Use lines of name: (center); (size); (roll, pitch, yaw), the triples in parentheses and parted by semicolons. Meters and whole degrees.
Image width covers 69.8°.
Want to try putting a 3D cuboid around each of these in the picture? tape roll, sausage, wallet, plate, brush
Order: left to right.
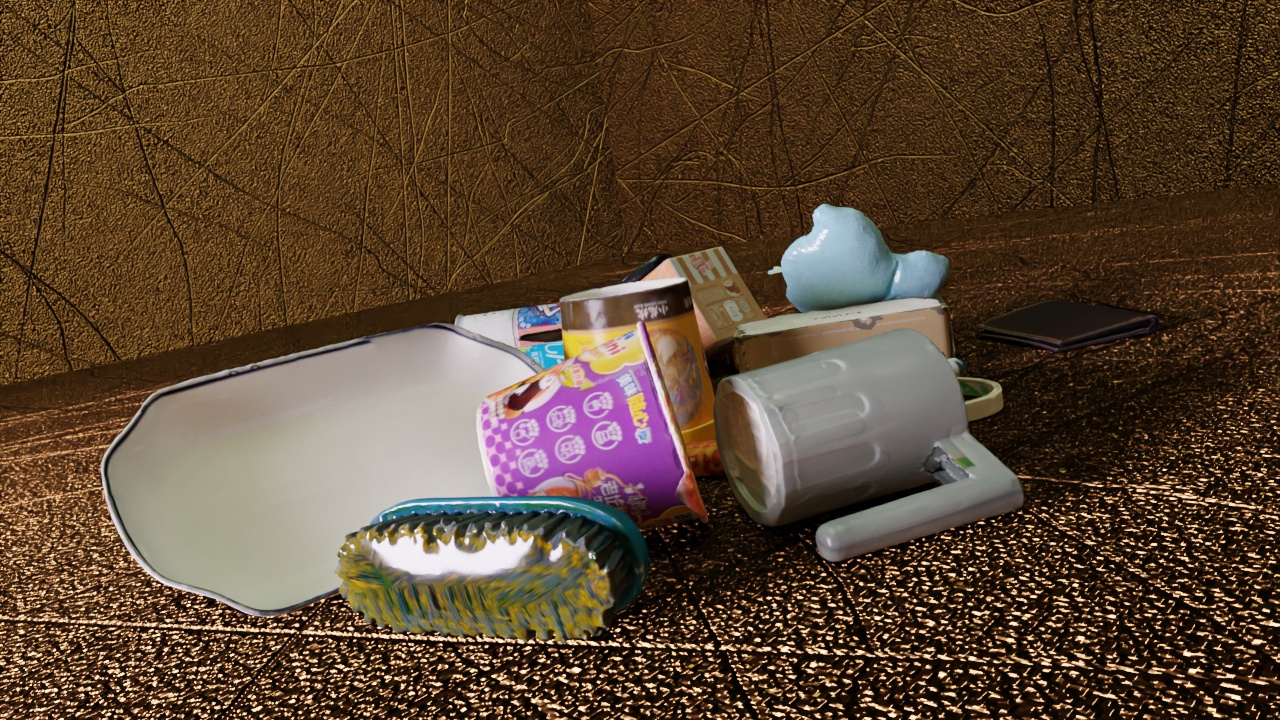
plate: (-0.156, 0.058, 0.529); (0.265, 0.034, 0.162); (-18, 55, -39)
brush: (-0.061, 0.085, 0.406); (0.144, 0.055, 0.073); (-5, 12, 26)
sausage: (0.069, 0.056, 0.558); (0.165, 0.021, 0.021); (-8, 10, 10)
tape roll: (0.201, 0.027, 0.627); (0.086, 0.014, 0.085); (-9, 9, 1)
wallet: (0.368, -0.031, 0.804); (0.096, 0.020, 0.122); (-16, 11, -9)

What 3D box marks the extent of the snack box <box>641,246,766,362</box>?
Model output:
snack box: (0.054, -0.049, 0.914); (0.092, 0.094, 0.077); (-20, -13, -48)

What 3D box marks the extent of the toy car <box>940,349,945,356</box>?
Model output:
toy car: (0.144, 0.016, 0.616); (0.123, 0.037, 0.056); (-20, 13, 27)

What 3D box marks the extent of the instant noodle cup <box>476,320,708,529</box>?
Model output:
instant noodle cup: (-0.027, 0.045, 0.482); (0.099, 0.111, 0.111); (-16, 9, 1)

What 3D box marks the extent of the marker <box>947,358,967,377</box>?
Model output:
marker: (0.185, 0.017, 0.684); (0.130, 0.023, 0.018); (-13, 38, -15)

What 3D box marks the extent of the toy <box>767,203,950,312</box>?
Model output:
toy: (0.192, -0.069, 0.800); (0.156, 0.161, 0.049); (-10, 35, 3)

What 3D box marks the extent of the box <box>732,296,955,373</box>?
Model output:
box: (0.156, -0.008, 0.750); (0.184, 0.062, 0.089); (-10, 9, 5)

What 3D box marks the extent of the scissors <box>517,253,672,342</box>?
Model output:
scissors: (-0.052, -0.034, 0.963); (0.234, 0.021, 0.221); (-39, -18, 7)

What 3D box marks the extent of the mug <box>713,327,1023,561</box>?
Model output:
mug: (0.107, 0.044, 0.458); (0.103, 0.084, 0.124); (-13, 35, -16)

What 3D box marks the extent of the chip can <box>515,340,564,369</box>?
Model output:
chip can: (-0.075, 0.019, 0.773); (0.210, 0.071, 0.071); (-9, 9, 3)

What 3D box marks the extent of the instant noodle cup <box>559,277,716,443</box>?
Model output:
instant noodle cup: (-0.004, 0.004, 0.659); (0.118, 0.114, 0.118); (-9, 9, 1)

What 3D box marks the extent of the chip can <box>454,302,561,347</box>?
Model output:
chip can: (-0.117, -0.035, 1.139); (0.215, 0.071, 0.071); (-7, 10, 6)

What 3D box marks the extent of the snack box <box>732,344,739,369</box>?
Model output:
snack box: (0.172, -0.016, 0.874); (0.153, 0.026, 0.075); (-13, 11, -19)
